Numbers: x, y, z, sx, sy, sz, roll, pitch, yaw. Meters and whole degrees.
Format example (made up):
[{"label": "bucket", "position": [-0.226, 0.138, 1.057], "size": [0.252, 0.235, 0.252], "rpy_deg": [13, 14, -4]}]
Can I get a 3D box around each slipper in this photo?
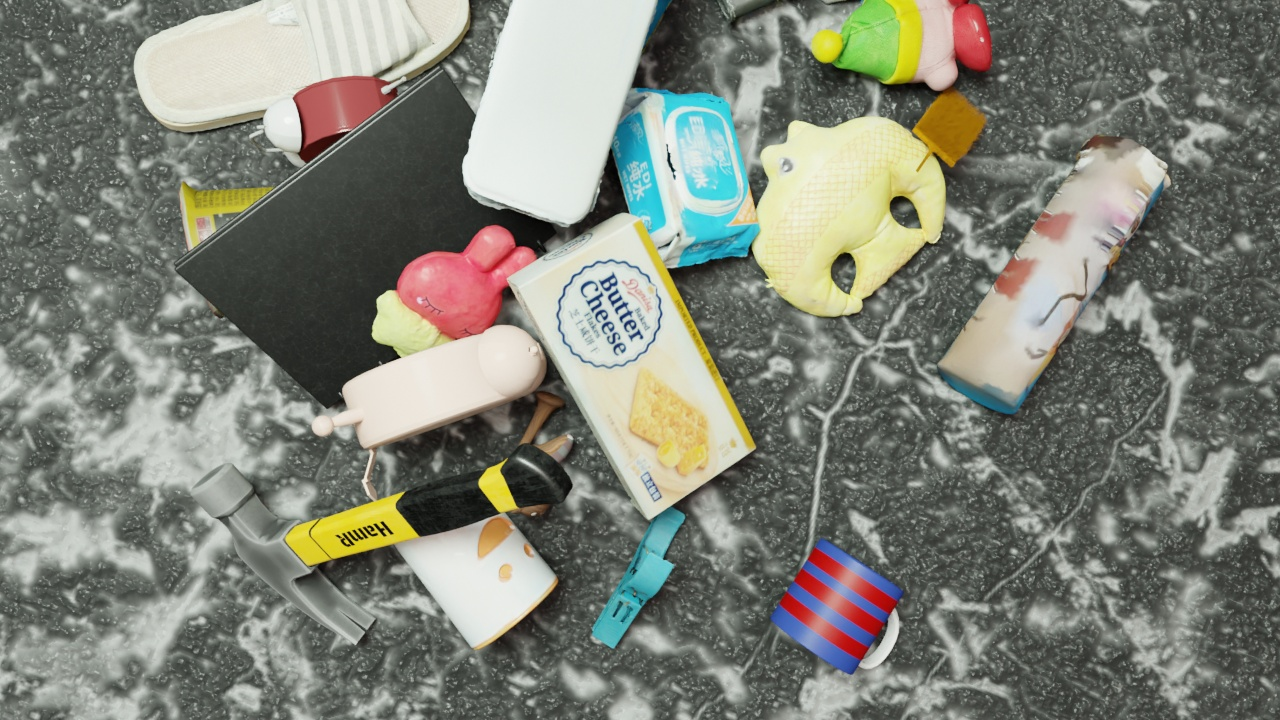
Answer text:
[{"label": "slipper", "position": [-0.269, -0.257, 0.730], "size": [0.272, 0.054, 0.114], "rpy_deg": [-21, 94, -3]}]

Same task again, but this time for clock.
[{"label": "clock", "position": [-0.144, 0.031, 0.683], "size": [0.160, 0.131, 0.086], "rpy_deg": [-26, 89, -4]}, {"label": "clock", "position": [-0.236, -0.181, 0.709], "size": [0.124, 0.087, 0.044], "rpy_deg": [-13, 88, -6]}]

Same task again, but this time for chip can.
[{"label": "chip can", "position": [0.331, -0.069, 0.738], "size": [0.080, 0.080, 0.229], "rpy_deg": [35, 87, -1]}]

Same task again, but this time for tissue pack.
[{"label": "tissue pack", "position": [0.034, -0.147, 0.718], "size": [0.092, 0.062, 0.144], "rpy_deg": [-12, 85, -34]}]

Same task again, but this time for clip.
[{"label": "clip", "position": [0.005, 0.161, 0.727], "size": [0.033, 0.120, 0.118], "rpy_deg": [26, 54, -3]}]

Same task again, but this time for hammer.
[{"label": "hammer", "position": [-0.171, 0.114, 0.629], "size": [0.325, 0.033, 0.170], "rpy_deg": [-20, 113, 35]}]

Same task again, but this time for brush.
[{"label": "brush", "position": [0.242, -0.180, 0.729], "size": [0.048, 0.017, 0.126], "rpy_deg": [43, 45, -1]}]

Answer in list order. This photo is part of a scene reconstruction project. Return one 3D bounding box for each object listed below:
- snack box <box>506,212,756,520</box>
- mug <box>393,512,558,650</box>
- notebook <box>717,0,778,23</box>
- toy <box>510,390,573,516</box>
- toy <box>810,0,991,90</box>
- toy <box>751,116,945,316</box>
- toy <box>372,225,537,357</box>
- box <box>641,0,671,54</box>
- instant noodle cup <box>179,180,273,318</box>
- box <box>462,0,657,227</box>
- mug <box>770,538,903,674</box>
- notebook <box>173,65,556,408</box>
[{"label": "snack box", "position": [-0.004, 0.004, 0.693], "size": [0.104, 0.057, 0.208], "rpy_deg": [-31, 108, -10]}, {"label": "mug", "position": [-0.126, 0.154, 0.704], "size": [0.082, 0.082, 0.105], "rpy_deg": [-38, 89, -4]}, {"label": "notebook", "position": [0.134, -0.394, 0.760], "size": [0.209, 0.029, 0.169], "rpy_deg": [-23, 84, -5]}, {"label": "toy", "position": [-0.082, 0.080, 0.731], "size": [0.055, 0.041, 0.102], "rpy_deg": [32, 95, 21]}, {"label": "toy", "position": [0.202, -0.271, 0.737], "size": [0.131, 0.096, 0.124], "rpy_deg": [-18, 82, 15]}, {"label": "toy", "position": [0.160, -0.122, 0.741], "size": [0.170, 0.064, 0.155], "rpy_deg": [-43, 102, 3]}, {"label": "toy", "position": [-0.140, -0.049, 0.693], "size": [0.135, 0.091, 0.045], "rpy_deg": [-35, 55, 6]}, {"label": "box", "position": [-0.035, -0.256, 0.705], "size": [0.079, 0.124, 0.221], "rpy_deg": [27, 88, -4]}, {"label": "instant noodle cup", "position": [-0.278, -0.091, 0.706], "size": [0.112, 0.100, 0.100], "rpy_deg": [-12, 88, -14]}, {"label": "box", "position": [-0.053, -0.199, 0.618], "size": [0.118, 0.063, 0.213], "rpy_deg": [19, 87, -7]}, {"label": "mug", "position": [0.167, 0.201, 0.729], "size": [0.112, 0.075, 0.076], "rpy_deg": [35, 86, -27]}, {"label": "notebook", "position": [-0.194, -0.082, 0.692], "size": [0.231, 0.019, 0.169], "rpy_deg": [-38, 130, -4]}]
